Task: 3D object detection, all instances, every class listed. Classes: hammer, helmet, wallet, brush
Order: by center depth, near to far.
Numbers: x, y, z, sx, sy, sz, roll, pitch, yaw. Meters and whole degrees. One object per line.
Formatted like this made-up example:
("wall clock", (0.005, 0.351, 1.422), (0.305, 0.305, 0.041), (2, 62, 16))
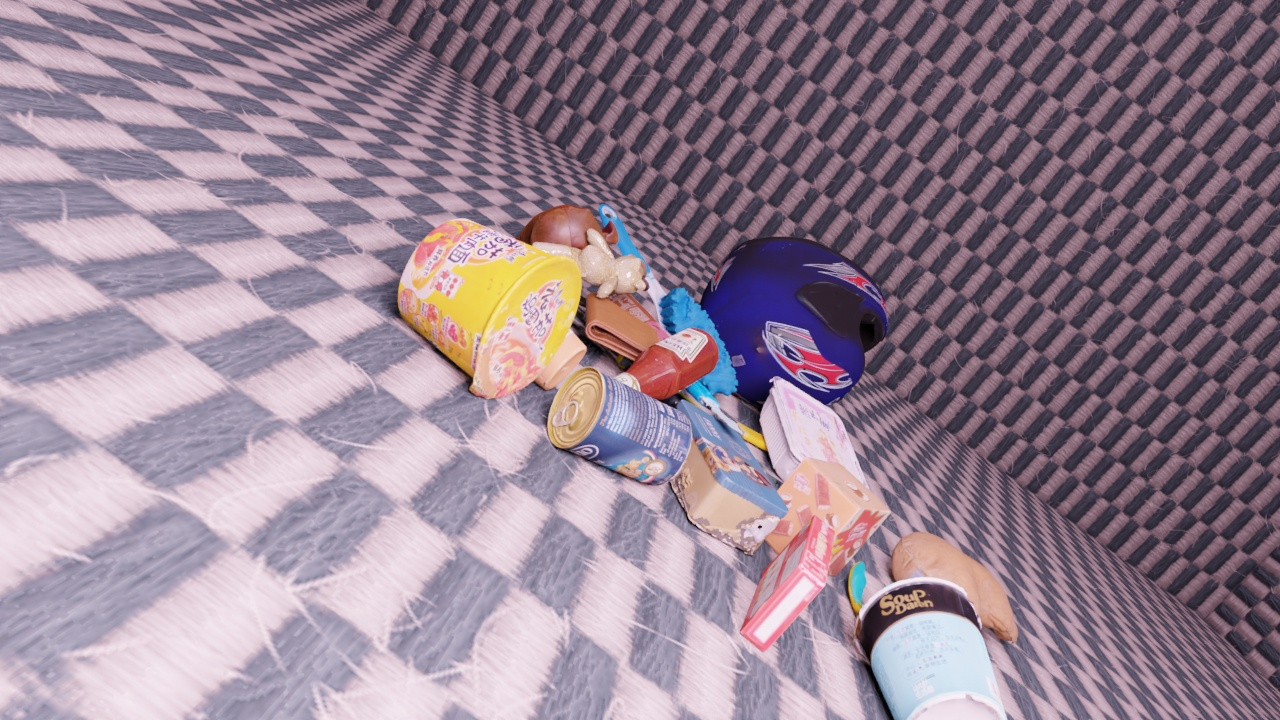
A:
("wallet", (-0.019, -0.034, 1.103), (0.108, 0.031, 0.131), (29, 15, -13))
("hammer", (-0.007, 0.007, 1.131), (0.323, 0.032, 0.126), (39, 14, 12))
("brush", (0.031, -0.086, 1.262), (0.314, 0.060, 0.110), (63, -19, -3))
("helmet", (0.240, -0.034, 1.429), (0.315, 0.248, 0.239), (23, 60, -24))

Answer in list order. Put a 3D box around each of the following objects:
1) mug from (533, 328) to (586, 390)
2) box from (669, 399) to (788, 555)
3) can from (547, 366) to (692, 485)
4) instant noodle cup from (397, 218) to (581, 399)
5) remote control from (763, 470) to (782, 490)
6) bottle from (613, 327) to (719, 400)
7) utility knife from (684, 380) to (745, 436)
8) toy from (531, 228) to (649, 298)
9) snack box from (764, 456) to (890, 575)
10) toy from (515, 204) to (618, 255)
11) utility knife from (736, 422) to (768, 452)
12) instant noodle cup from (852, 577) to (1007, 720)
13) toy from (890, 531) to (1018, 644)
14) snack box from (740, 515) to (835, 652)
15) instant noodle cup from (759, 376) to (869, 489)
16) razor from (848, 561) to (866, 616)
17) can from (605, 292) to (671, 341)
("mug", (-0.115, -0.033, 0.903), (0.123, 0.078, 0.078), (42, 14, 7))
("box", (0.074, 0.110, 0.915), (0.089, 0.061, 0.184), (31, 16, -26))
("can", (-0.016, 0.061, 0.819), (0.111, 0.075, 0.075), (28, 16, -34))
("instant noodle cup", (-0.135, -0.053, 0.801), (0.110, 0.138, 0.138), (30, 11, 19))
("remote control", (0.193, 0.177, 1.074), (0.135, 0.019, 0.056), (34, 13, -11))
("bottle", (0.012, 0.016, 0.979), (0.060, 0.060, 0.205), (41, 35, 18))
("utility knife", (0.072, 0.041, 1.036), (0.034, 0.018, 0.236), (30, 7, -21))
("toy", (-0.066, -0.113, 1.138), (0.157, 0.066, 0.105), (5, 49, -24))
("snack box", (0.186, 0.162, 0.942), (0.077, 0.094, 0.092), (45, 16, 33))
("toy", (-0.106, -0.154, 1.257), (0.140, 0.130, 0.199), (-9, 17, -15))
("utility knife", (0.182, 0.122, 1.247), (0.163, 0.015, 0.033), (30, 18, -25))
("instant noodle cup", (0.239, 0.259, 0.749), (0.111, 0.111, 0.120), (33, 22, -13))
("toy", (0.388, 0.277, 1.110), (0.226, 0.083, 0.143), (29, 19, -39))
("snack box", (0.126, 0.181, 0.764), (0.025, 0.075, 0.152), (40, 13, 8))
("instant noodle cup", (0.220, 0.114, 1.219), (0.138, 0.060, 0.173), (31, 26, -24))
("razor", (0.225, 0.238, 0.924), (0.043, 0.028, 0.132), (58, 13, -10))
("can", (0.000, -0.035, 1.232), (0.058, 0.058, 0.147), (22, 20, -47))
